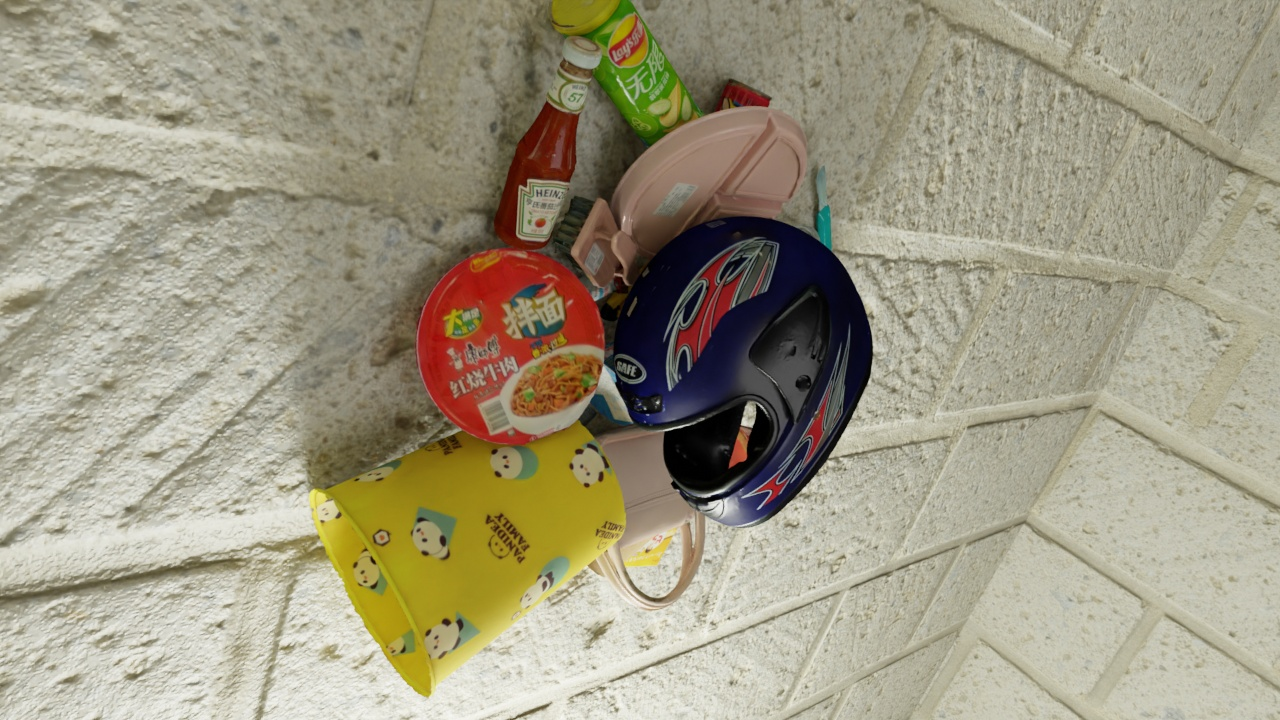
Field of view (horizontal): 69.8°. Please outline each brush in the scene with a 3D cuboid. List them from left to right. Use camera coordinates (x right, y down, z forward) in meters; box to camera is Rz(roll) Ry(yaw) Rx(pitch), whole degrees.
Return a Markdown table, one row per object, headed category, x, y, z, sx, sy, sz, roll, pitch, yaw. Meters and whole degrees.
| category | x | y | z | sx | sy | sz | roll | pitch | yaw |
| --- | --- | --- | --- | --- | --- | --- | --- | --- | --- |
| brush | -0.038 | -0.113 | 0.952 | 0.063 | 0.073 | 0.145 | -65 | 167 | -8 |

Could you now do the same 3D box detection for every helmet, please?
| category | x | y | z | sx | sy | sz | roll | pitch | yaw |
| --- | --- | --- | --- | --- | --- | --- | --- | --- | --- |
| helmet | 0.088 | -0.004 | 0.979 | 0.240 | 0.247 | 0.315 | 31 | 83 | -26 |

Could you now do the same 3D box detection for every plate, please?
| category | x | y | z | sx | sy | sz | roll | pitch | yaw |
| --- | --- | --- | --- | --- | --- | --- | --- | --- | --- |
| plate | 0.078 | -0.180 | 0.991 | 0.229 | 0.028 | 0.230 | -17 | 154 | -9 |

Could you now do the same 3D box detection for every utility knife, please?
| category | x | y | z | sx | sy | sz | roll | pitch | yaw |
| --- | --- | --- | --- | --- | --- | --- | --- | --- | --- |
| utility knife | 0.014 | -0.108 | 1.090 | 0.171 | 0.015 | 0.033 | -46 | 145 | -9 |
| utility knife | 0.257 | -0.185 | 1.285 | 0.029 | 0.013 | 0.218 | -37 | 143 | -17 |

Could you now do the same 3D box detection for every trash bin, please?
| category | x | y | z | sx | sy | sz | roll | pitch | yaw |
| --- | --- | --- | --- | --- | --- | --- | --- | --- | --- |
| trash bin | -0.170 | 0.174 | 0.951 | 0.254 | 0.230 | 0.230 | -29 | 137 | -30 |

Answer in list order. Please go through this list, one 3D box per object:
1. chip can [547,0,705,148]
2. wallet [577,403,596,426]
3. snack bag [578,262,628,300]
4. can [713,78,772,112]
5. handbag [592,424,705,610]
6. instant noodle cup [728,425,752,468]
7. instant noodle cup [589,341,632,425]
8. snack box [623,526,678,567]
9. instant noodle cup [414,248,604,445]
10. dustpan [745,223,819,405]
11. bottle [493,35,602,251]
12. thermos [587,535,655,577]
| category | x | y | z | sx | sy | sz | roll | pitch | yaw |
| --- | --- | --- | --- | --- | --- | --- | --- | --- | --- |
| chip can | -0.003 | -0.275 | 0.891 | 0.072 | 0.072 | 0.221 | -51 | 143 | -2 |
| wallet | -0.110 | 0.070 | 1.101 | 0.097 | 0.019 | 0.121 | -44 | 143 | -7 |
| snack bag | -0.058 | -0.079 | 1.028 | 0.104 | 0.026 | 0.048 | -25 | 124 | -32 |
| can | 0.095 | -0.244 | 1.034 | 0.053 | 0.053 | 0.133 | 7 | 114 | -49 |
| handbag | 0.005 | 0.198 | 1.161 | 0.192 | 0.094 | 0.234 | -10 | 82 | -43 |
| instant noodle cup | 0.127 | 0.147 | 1.324 | 0.108 | 0.138 | 0.138 | 5 | 115 | -57 |
| instant noodle cup | -0.007 | 0.006 | 1.104 | 0.109 | 0.099 | 0.099 | -40 | 142 | -29 |
| snack box | 0.020 | 0.242 | 1.364 | 0.086 | 0.034 | 0.140 | 13 | 111 | -50 |
| instant noodle cup | -0.135 | -0.013 | 0.919 | 0.193 | 0.066 | 0.194 | 1 | 88 | -26 |
| dustpan | 0.160 | -0.058 | 1.264 | 0.258 | 0.142 | 0.222 | -33 | 157 | 20 |
| bottle | -0.083 | -0.196 | 0.847 | 0.059 | 0.060 | 0.207 | -13 | 141 | -41 |
| thermos | -0.019 | 0.229 | 1.271 | 0.143 | 0.093 | 0.093 | -48 | 143 | 6 |
